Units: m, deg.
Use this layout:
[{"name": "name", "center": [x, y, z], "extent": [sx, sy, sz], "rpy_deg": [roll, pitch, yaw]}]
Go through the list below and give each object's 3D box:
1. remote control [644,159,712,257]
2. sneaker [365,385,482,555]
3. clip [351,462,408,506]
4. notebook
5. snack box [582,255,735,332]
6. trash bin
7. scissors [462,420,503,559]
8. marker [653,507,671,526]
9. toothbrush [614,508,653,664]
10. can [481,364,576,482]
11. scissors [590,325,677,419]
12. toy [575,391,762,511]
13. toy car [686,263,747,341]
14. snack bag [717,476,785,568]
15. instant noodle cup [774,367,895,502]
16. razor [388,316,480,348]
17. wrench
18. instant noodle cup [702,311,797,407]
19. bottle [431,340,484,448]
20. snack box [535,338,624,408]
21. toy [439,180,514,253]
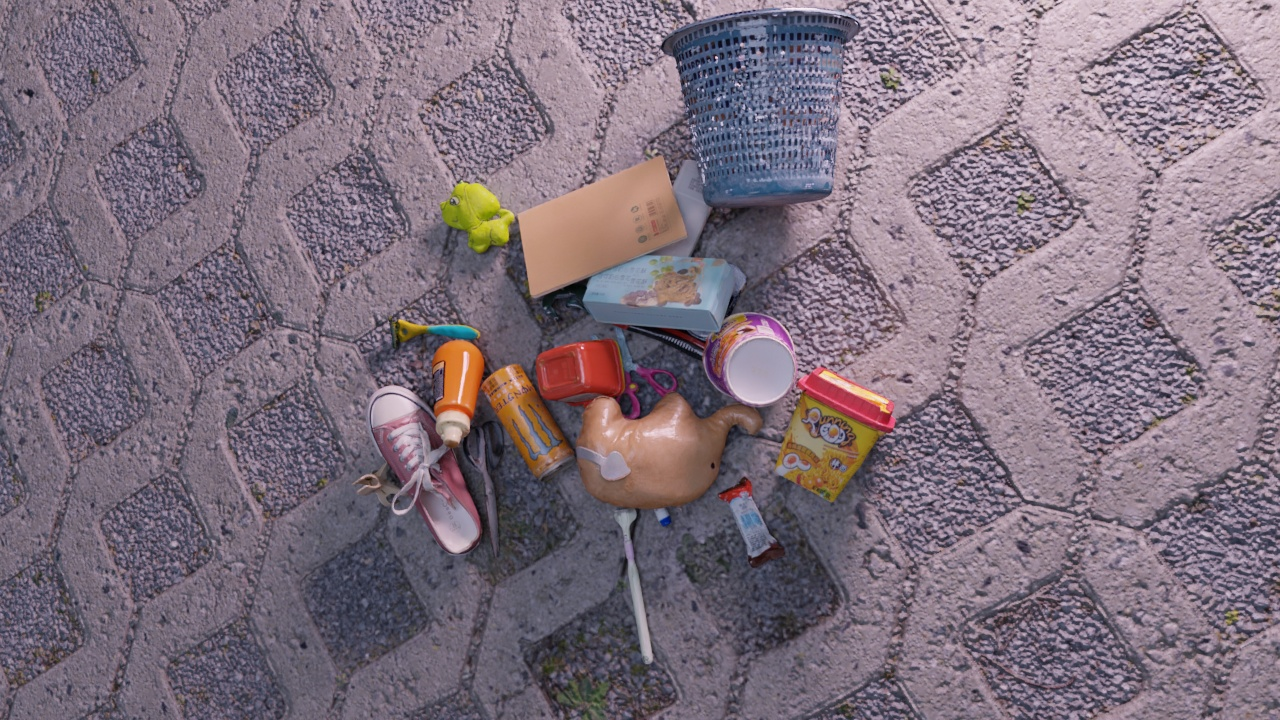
[{"name": "remote control", "center": [0.053, -0.177, 1.157], "extent": [0.058, 0.021, 0.150], "rpy_deg": [25, 90, 13]}, {"name": "sneaker", "center": [-0.270, 0.134, 1.153], "extent": [0.118, 0.088, 0.241], "rpy_deg": [-27, 83, -16]}, {"name": "clip", "center": [-0.327, 0.167, 1.179], "extent": [0.035, 0.102, 0.095], "rpy_deg": [-33, 104, 6]}, {"name": "notebook", "center": [-0.053, -0.171, 1.157], "extent": [0.208, 0.008, 0.147], "rpy_deg": [-21, 54, 10]}, {"name": "snack box", "center": [0.022, -0.084, 1.109], "extent": [0.175, 0.051, 0.074], "rpy_deg": [6, 63, 26]}, {"name": "trash bin", "center": [0.141, -0.280, 1.065], "extent": [0.227, 0.226, 0.195], "rpy_deg": [-2, 96, 12]}, {"name": "scissors", "center": [-0.187, 0.163, 1.176], "extent": [0.014, 0.132, 0.175], "rpy_deg": [-5, 127, 35]}, {"name": "marker", "center": [0.002, 0.138, 1.140], "extent": [0.017, 0.017, 0.145], "rpy_deg": [-27, 79, 9]}, {"name": "toothbrush", "center": [-0.005, 0.277, 1.128], "extent": [0.029, 0.020, 0.189], "rpy_deg": [-12, 83, 18]}, {"name": "can", "center": [-0.141, 0.078, 1.157], "extent": [0.058, 0.058, 0.146], "rpy_deg": [-35, 78, 7]}, {"name": "scissors", "center": [-0.006, 0.006, 1.156], "extent": [0.108, 0.017, 0.135], "rpy_deg": [-14, 75, 3]}, {"name": "toy", "center": [0.035, 0.108, 1.100], "extent": [0.226, 0.082, 0.143], "rpy_deg": [-4, 90, -10]}, {"name": "toy car", "center": [0.094, -0.074, 1.129], "extent": [0.049, 0.031, 0.105], "rpy_deg": [25, 79, 12]}, {"name": "snack bag", "center": [0.132, 0.194, 1.100], "extent": [0.045, 0.026, 0.105], "rpy_deg": [-25, 80, 0]}, {"name": "instant noodle cup", "center": [0.218, 0.086, 1.054], "extent": [0.116, 0.116, 0.124], "rpy_deg": [27, 102, 13]}, {"name": "razor", "center": [-0.271, -0.037, 1.213], "extent": [0.133, 0.028, 0.043], "rpy_deg": [2, 108, 16]}, {"name": "wrench", "center": [0.004, -0.042, 1.154], "extent": [0.273, 0.016, 0.056], "rpy_deg": [18, 75, 12]}, {"name": "instant noodle cup", "center": [0.133, 0.005, 1.067], "extent": [0.111, 0.099, 0.111], "rpy_deg": [0, 102, -1]}, {"name": "bottle", "center": [-0.232, 0.045, 1.148], "extent": [0.067, 0.067, 0.149], "rpy_deg": [-13, 49, 11]}, {"name": "snack box", "center": [-0.076, 0.016, 1.126], "extent": [0.091, 0.080, 0.082], "rpy_deg": [-15, 80, 33]}, {"name": "toy", "center": [-0.215, -0.192, 1.215], "extent": [0.097, 0.031, 0.100], "rpy_deg": [-16, 86, 11]}]
